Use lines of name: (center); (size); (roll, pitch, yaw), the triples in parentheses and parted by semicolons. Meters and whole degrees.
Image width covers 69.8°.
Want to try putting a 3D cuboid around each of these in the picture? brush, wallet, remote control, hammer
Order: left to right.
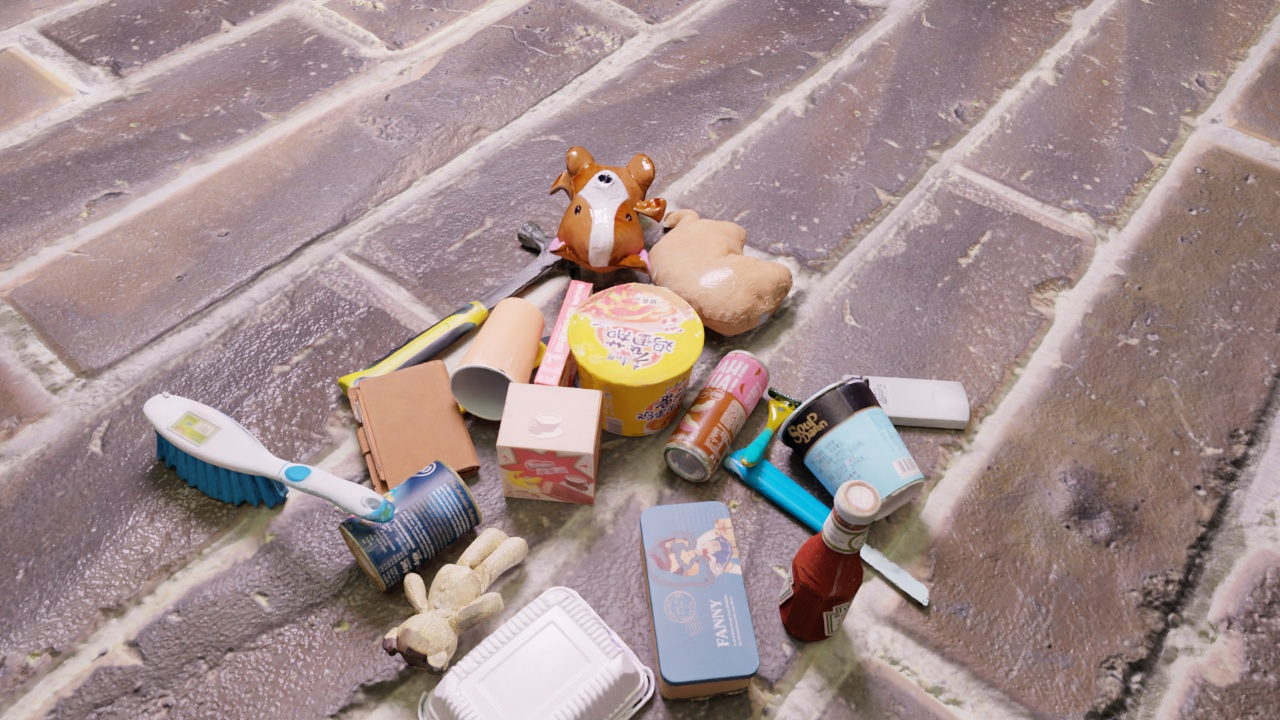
brush: (-0.351, 0.106, 0.863); (0.315, 0.110, 0.060); (24, 51, 17)
wallet: (-0.234, 0.070, 0.938); (0.107, 0.031, 0.131); (-16, 63, -18)
hammer: (-0.197, -0.048, 1.050); (0.126, 0.032, 0.322); (35, 57, 25)
remote control: (0.287, 0.045, 0.999); (0.135, 0.019, 0.056); (3, 50, 0)

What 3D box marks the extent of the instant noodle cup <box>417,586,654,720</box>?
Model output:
instant noodle cup: (-0.088, 0.272, 0.769); (0.173, 0.060, 0.138); (-34, 59, -28)

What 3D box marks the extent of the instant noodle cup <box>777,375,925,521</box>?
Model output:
instant noodle cup: (0.214, 0.095, 0.908); (0.111, 0.111, 0.120); (-23, 63, -20)

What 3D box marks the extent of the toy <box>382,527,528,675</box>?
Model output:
toy: (-0.158, 0.209, 0.816); (0.105, 0.066, 0.156); (14, 40, 25)

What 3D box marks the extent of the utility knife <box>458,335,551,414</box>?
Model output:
utility knife: (-0.156, 0.019, 1.005); (0.163, 0.015, 0.033); (-34, 53, -25)

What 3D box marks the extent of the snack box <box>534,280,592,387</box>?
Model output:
snack box: (-0.082, -0.008, 0.992); (0.025, 0.075, 0.152); (11, 50, 5)

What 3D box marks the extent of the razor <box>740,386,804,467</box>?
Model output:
razor: (0.130, 0.075, 0.949); (0.043, 0.028, 0.132); (27, 38, 13)

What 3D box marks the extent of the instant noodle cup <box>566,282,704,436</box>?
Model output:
instant noodle cup: (-0.006, 0.006, 0.961); (0.138, 0.110, 0.137); (1, 50, -1)

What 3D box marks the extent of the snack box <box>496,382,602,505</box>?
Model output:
snack box: (-0.087, 0.083, 0.903); (0.093, 0.095, 0.076); (5, 50, 1)

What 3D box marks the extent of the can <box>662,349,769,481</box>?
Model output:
can: (0.080, 0.056, 0.956); (0.058, 0.058, 0.146); (25, 53, 17)

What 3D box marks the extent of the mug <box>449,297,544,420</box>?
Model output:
mug: (-0.145, -0.006, 0.970); (0.078, 0.078, 0.122); (10, 43, 6)

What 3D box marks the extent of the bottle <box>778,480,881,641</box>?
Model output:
bottle: (0.160, 0.169, 0.768); (0.060, 0.206, 0.059); (2, 50, -2)

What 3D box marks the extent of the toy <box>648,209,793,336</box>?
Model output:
toy: (0.073, -0.118, 1.093); (0.143, 0.083, 0.226); (-23, 51, -24)

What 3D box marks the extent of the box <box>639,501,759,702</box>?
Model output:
box: (0.049, 0.218, 0.819); (0.089, 0.062, 0.184); (-6, 49, -7)

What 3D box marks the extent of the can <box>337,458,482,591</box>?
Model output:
can: (-0.214, 0.153, 0.852); (0.111, 0.075, 0.075); (-35, 59, -27)

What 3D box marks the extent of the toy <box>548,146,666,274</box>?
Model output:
toy: (-0.041, -0.180, 1.096); (0.140, 0.131, 0.199); (7, 47, 2)

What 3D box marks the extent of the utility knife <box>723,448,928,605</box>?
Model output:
utility knife: (0.181, 0.160, 0.899); (0.236, 0.018, 0.034); (36, 56, 26)
